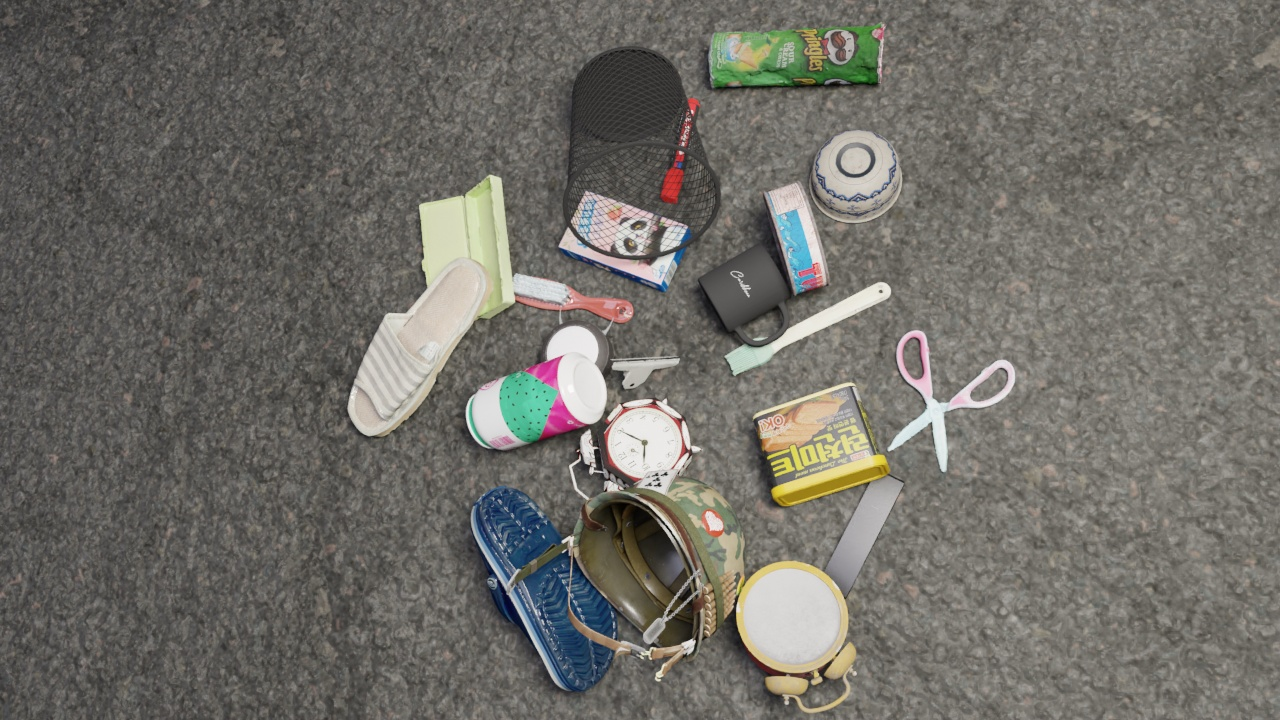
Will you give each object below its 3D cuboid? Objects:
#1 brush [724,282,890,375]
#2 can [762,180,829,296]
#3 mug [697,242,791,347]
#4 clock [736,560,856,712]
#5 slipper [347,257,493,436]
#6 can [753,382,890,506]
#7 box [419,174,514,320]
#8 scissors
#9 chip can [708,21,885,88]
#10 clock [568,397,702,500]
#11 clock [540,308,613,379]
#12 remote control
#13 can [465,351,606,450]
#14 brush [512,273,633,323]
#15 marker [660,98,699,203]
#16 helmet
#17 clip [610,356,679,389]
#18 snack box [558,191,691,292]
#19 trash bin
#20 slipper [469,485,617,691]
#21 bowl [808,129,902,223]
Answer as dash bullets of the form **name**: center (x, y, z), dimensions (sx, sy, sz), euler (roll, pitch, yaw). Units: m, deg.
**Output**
- **brush**: center (0.206, -0.041, 1.125), dimensions (0.218, 0.012, 0.033), euler (-26, 71, 4)
- **can**: center (0.185, -0.145, 1.094), dimensions (0.044, 0.130, 0.130), euler (-17, 72, 8)
- **mug**: center (0.134, -0.073, 1.117), dimensions (0.088, 0.078, 0.113), euler (-30, 81, 4)
- **clock**: center (0.171, 0.303, 1.004), dimensions (0.117, 0.081, 0.158), euler (-22, 62, -5)
- **slipper**: center (-0.294, -0.020, 1.195), dimensions (0.114, 0.054, 0.273), euler (41, 96, 31)
- **can**: center (0.204, 0.096, 1.051), dimensions (0.131, 0.072, 0.101), euler (-20, 66, 13)
- **box**: center (-0.231, -0.144, 1.240), dimensions (0.141, 0.048, 0.187), euler (-17, 72, 20)
- **scissors**: center (0.360, 0.043, 1.066), dimensions (0.168, 0.014, 0.170), euler (-7, 74, 12)
- **chip can**: center (0.199, -0.392, 1.187), dimensions (0.223, 0.075, 0.075), euler (2, 76, 14)
- **clock**: center (-0.012, 0.117, 1.103), dimensions (0.154, 0.065, 0.114), euler (-30, 71, -12)
- **clock**: center (-0.083, -0.001, 1.164), dimensions (0.091, 0.044, 0.122), euler (11, 78, 15)
- **remote control**: center (0.253, 0.198, 1.049), dimensions (0.034, 0.013, 0.150), euler (26, 83, 22)
- **can**: center (-0.127, 0.052, 1.115), dimensions (0.166, 0.088, 0.088), euler (-19, 71, 30)
- **brush**: center (-0.092, -0.082, 1.196), dimensions (0.172, 0.030, 0.041), euler (14, 79, 16)
- **marker**: center (0.053, -0.279, 1.217), dimensions (0.021, 0.023, 0.145), euler (-2, 71, 52)
- **helmet**: center (0.007, 0.224, 0.980), dimensions (0.193, 0.225, 0.235), euler (34, 64, 30)
- **clip**: center (-0.006, 0.006, 1.142), dimensions (0.054, 0.101, 0.040), euler (-41, 59, 47)
- **snack box**: center (-0.020, -0.156, 1.197), dimensions (0.154, 0.033, 0.088), euler (22, 80, 18)
- **trash bin**: center (-0.007, -0.263, 1.131), dimensions (0.184, 0.184, 0.209), euler (-13, 53, 9)
- **slipper**: center (-0.119, 0.267, 1.081), dimensions (0.095, 0.104, 0.252), euler (-37, 82, 45)
- **bowl**: center (0.266, -0.235, 1.136), dimensions (0.116, 0.059, 0.115), euler (-3, 75, 12)
